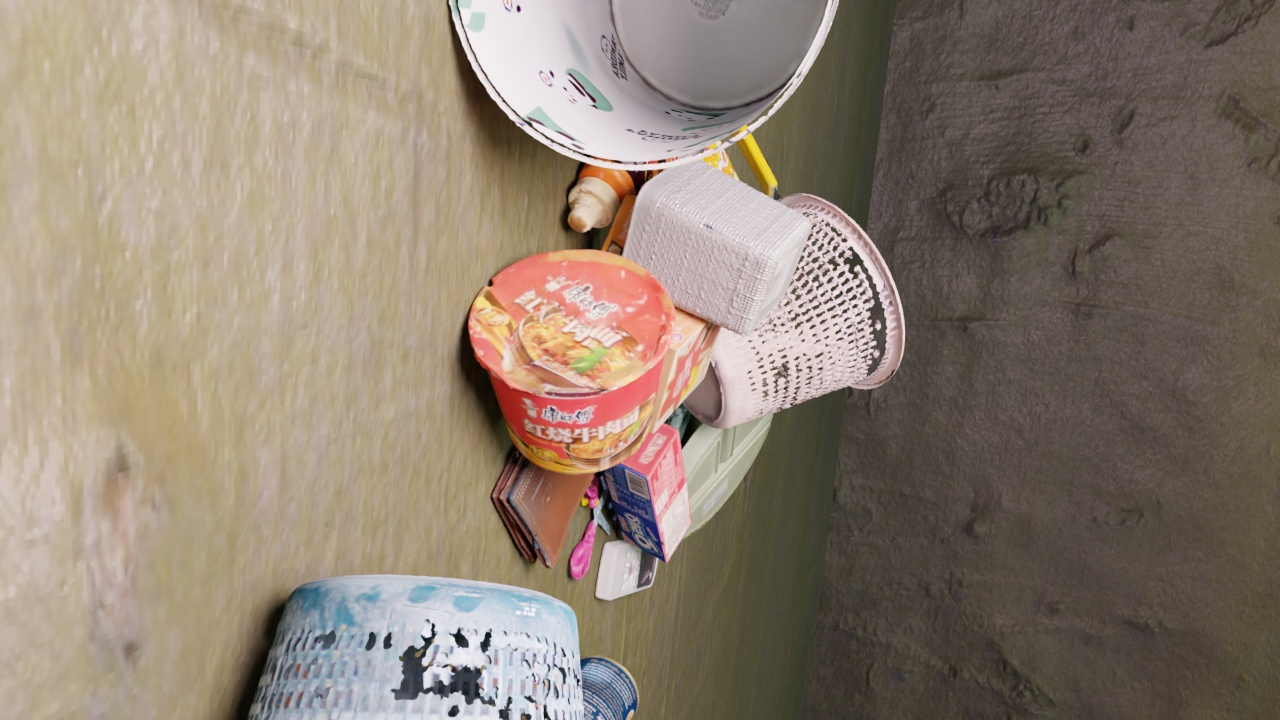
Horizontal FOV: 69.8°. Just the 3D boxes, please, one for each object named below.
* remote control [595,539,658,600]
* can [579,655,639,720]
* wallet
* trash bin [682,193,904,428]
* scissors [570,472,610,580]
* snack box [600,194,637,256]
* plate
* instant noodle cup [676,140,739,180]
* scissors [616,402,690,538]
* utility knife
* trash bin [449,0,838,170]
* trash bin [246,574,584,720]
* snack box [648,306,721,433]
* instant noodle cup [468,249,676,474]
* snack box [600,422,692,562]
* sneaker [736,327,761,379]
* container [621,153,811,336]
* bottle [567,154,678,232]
[{"bbox_3d":[-0.011,0.223,0.992,0.150,0.021,0.058,21,79,-70],"label":"remote control"},{"bbox_3d":[-0.056,0.328,0.827,0.111,0.075,0.075,-34,130,-64],"label":"can"},{"bbox_3d":[-0.073,0.091,0.745,0.101,0.032,0.124,74,30,-45],"label":"wallet"},{"bbox_3d":[0.126,-0.035,0.957,0.191,0.227,0.228,-27,133,-20],"label":"trash bin"},{"bbox_3d":[-0.044,0.150,0.878,0.133,0.017,0.136,72,28,-59],"label":"scissors"},{"bbox_3d":[-0.021,-0.061,0.763,0.154,0.026,0.075,-65,164,12],"label":"snack box"},{"bbox_3d":[0.090,0.125,1.091,0.229,0.027,0.231,-42,154,-27],"label":"plate"},{"bbox_3d":[0.046,-0.147,0.877,0.124,0.116,0.116,64,38,-41],"label":"instant noodle cup"},{"bbox_3d":[0.010,0.099,0.960,0.174,0.019,0.170,-60,161,-19],"label":"scissors"},{"bbox_3d":[0.133,-0.215,1.020,0.230,0.015,0.033,64,-12,8],"label":"utility knife"},{"bbox_3d":[0.030,-0.255,0.617,0.251,0.230,0.230,-46,141,-67],"label":"trash bin"},{"bbox_3d":[-0.112,0.214,0.453,0.226,0.227,0.194,57,33,-62],"label":"trash bin"},{"bbox_3d":[0.011,-0.013,0.748,0.094,0.077,0.093,-43,156,-46],"label":"snack box"},{"bbox_3d":[-0.045,0.005,0.647,0.109,0.138,0.137,90,19,-48],"label":"instant noodle cup"},{"bbox_3d":[0.008,0.125,0.872,0.058,0.057,0.208,-55,157,-25],"label":"snack box"},{"bbox_3d":[0.103,-0.032,1.102,0.089,0.091,0.243,-61,152,-47],"label":"sneaker"},{"bbox_3d":[0.059,-0.086,0.704,0.090,0.114,0.090,-44,157,-46],"label":"container"},{"bbox_3d":[-0.017,-0.157,0.758,0.149,0.067,0.067,-58,151,-35],"label":"bottle"}]
